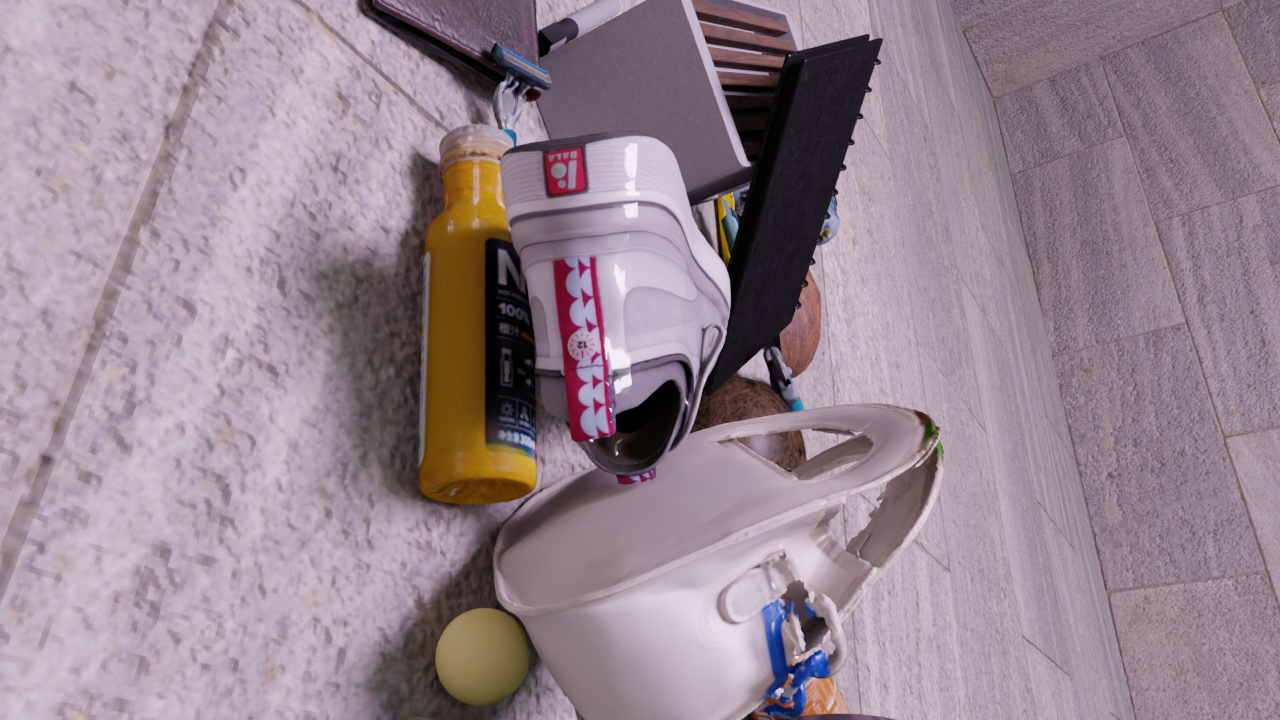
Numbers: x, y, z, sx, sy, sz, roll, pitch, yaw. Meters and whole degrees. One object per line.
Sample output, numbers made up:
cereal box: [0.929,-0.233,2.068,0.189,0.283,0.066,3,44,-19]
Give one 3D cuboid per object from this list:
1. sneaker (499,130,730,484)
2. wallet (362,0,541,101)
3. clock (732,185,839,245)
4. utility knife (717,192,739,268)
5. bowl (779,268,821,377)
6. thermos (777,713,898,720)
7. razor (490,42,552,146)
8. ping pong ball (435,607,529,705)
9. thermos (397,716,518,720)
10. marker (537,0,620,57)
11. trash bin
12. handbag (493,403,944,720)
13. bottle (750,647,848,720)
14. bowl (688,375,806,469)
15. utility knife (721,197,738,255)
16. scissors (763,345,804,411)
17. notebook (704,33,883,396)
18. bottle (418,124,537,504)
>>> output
sneaker: [-0.003,0.003,0.454,0.263,0.097,0.128,63,23,-72]
wallet: [-0.106,-0.213,0.523,0.119,0.031,0.099,15,63,-50]
clock: [0.130,-0.133,0.815,0.052,0.090,0.129,54,31,-40]
utility knife: [0.075,-0.121,0.794,0.030,0.018,0.206,40,39,-57]
bowl: [0.149,-0.042,0.832,0.102,0.026,0.114,29,61,-65]
thermos: [0.111,0.320,0.477,0.172,0.173,0.225,46,33,-38]
razor: [-0.074,-0.103,0.512,0.042,0.022,0.143,15,73,-48]
ping pong ball: [-0.067,0.127,0.393,0.040,0.040,0.040,35,47,-47]
thermos: [-0.025,0.203,0.392,0.231,0.082,0.082,36,46,-47]
marker: [-0.044,-0.240,0.652,0.016,0.016,0.140,61,31,-19]
trash bin: [0.042,-0.179,0.663,0.228,0.115,0.114,-29,100,-60]
handbag: [0.042,0.083,0.415,0.093,0.199,0.200,65,-5,-8]
bottle: [0.115,0.249,0.616,0.167,0.059,0.059,62,31,-19]
bowl: [0.088,0.065,0.671,0.121,0.056,0.121,35,47,-47]
utility knife: [0.082,-0.075,0.752,0.022,0.015,0.119,-11,84,-54]
scissors: [0.114,0.016,0.736,0.148,0.019,0.132,-100,165,-66]
notebook: [0.106,-0.105,0.645,0.168,0.019,0.232,-36,146,-53]
bottle: [-0.078,-0.027,0.443,0.053,0.053,0.186,27,52,-51]
